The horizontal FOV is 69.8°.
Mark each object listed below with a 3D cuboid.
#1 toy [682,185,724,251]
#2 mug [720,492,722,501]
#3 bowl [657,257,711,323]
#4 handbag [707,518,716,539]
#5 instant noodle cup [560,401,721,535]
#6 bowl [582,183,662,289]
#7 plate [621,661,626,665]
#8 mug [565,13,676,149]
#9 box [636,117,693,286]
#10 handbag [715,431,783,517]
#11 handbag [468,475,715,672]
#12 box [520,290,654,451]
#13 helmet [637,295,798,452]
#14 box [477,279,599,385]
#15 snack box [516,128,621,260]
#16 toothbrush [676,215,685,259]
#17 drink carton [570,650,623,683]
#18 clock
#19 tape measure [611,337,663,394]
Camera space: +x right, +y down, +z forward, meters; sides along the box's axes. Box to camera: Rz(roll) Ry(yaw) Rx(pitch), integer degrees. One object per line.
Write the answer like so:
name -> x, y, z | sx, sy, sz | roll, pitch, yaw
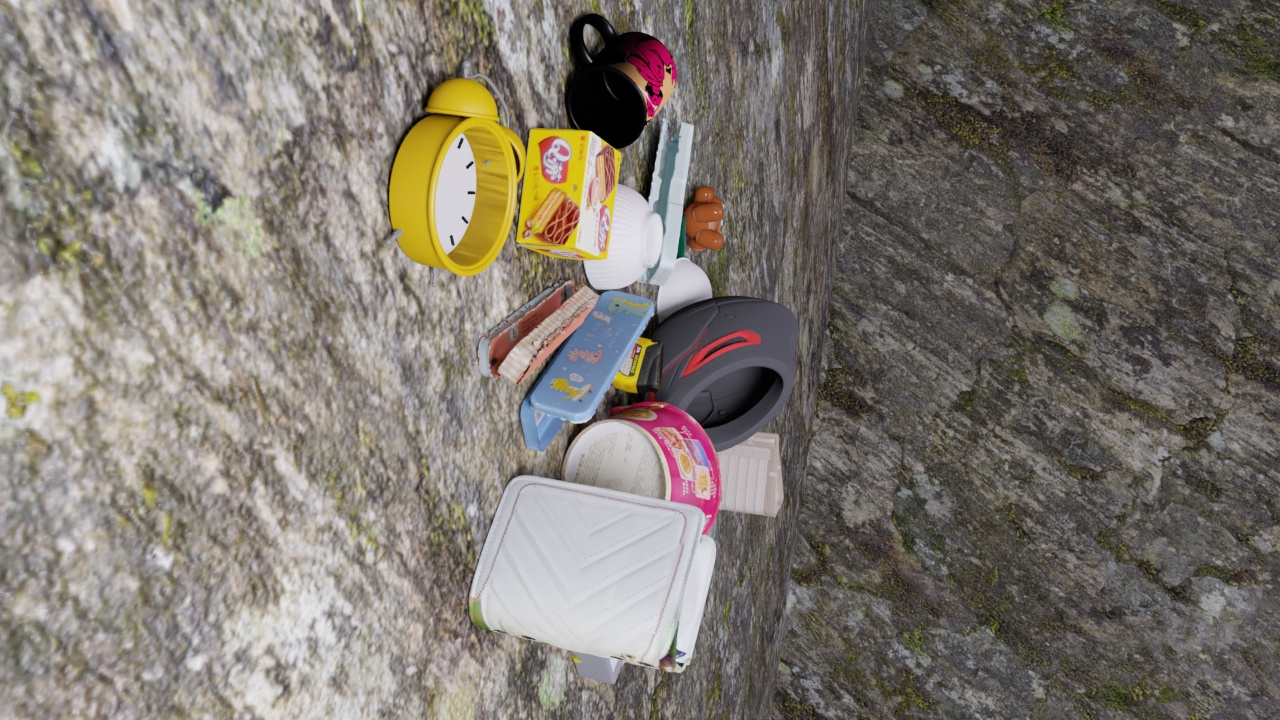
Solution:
toy -> 0.098, -0.204, 1.310 | 0.127, 0.065, 0.095 | -55, 154, -64
mug -> 0.032, 0.142, 1.054 | 0.114, 0.107, 0.083 | 121, -51, -74
bowl -> 0.070, -0.084, 1.262 | 0.109, 0.041, 0.110 | -26, 122, -52
handbag -> 0.043, 0.198, 1.244 | 0.067, 0.106, 0.122 | -124, -148, -64
instant noodle cup -> -0.010, 0.131, 0.972 | 0.077, 0.179, 0.178 | 7, 90, -55
bowl -> -0.014, -0.133, 0.997 | 0.118, 0.062, 0.118 | 8, 89, -72
plate -> -0.012, 0.339, 1.230 | 0.173, 0.036, 0.174 | 8, 89, -72
mug -> -0.027, -0.279, 0.894 | 0.118, 0.082, 0.098 | 56, 37, -23
box -> 0.029, -0.190, 1.111 | 0.083, 0.066, 0.198 | 53, 43, -68
handbag -> 0.114, 0.113, 1.309 | 0.062, 0.176, 0.198 | -39, 131, -64
handbag -> -0.040, 0.196, 0.834 | 0.096, 0.199, 0.141 | 70, 34, -57
box -> -0.050, 0.012, 0.942 | 0.208, 0.078, 0.074 | -60, 155, -48
helmet -> 0.095, 0.004, 1.183 | 0.264, 0.170, 0.164 | -19, 131, -22
box -> -0.097, -0.030, 0.850 | 0.058, 0.062, 0.187 | -63, 174, 27
snack box -> -0.065, -0.149, 0.838 | 0.083, 0.061, 0.106 | 5, 92, -72
toothbrush -> 0.057, -0.109, 1.289 | 0.017, 0.016, 0.190 | -22, 119, -49
drink carton -> -0.051, 0.318, 1.083 | 0.076, 0.048, 0.125 | -65, 155, -43
clock -> -0.130, -0.134, 0.669 | 0.113, 0.052, 0.151 | 54, 51, -65
tape measure -> -0.006, 0.006, 1.073 | 0.037, 0.064, 0.065 | 74, 20, -65
